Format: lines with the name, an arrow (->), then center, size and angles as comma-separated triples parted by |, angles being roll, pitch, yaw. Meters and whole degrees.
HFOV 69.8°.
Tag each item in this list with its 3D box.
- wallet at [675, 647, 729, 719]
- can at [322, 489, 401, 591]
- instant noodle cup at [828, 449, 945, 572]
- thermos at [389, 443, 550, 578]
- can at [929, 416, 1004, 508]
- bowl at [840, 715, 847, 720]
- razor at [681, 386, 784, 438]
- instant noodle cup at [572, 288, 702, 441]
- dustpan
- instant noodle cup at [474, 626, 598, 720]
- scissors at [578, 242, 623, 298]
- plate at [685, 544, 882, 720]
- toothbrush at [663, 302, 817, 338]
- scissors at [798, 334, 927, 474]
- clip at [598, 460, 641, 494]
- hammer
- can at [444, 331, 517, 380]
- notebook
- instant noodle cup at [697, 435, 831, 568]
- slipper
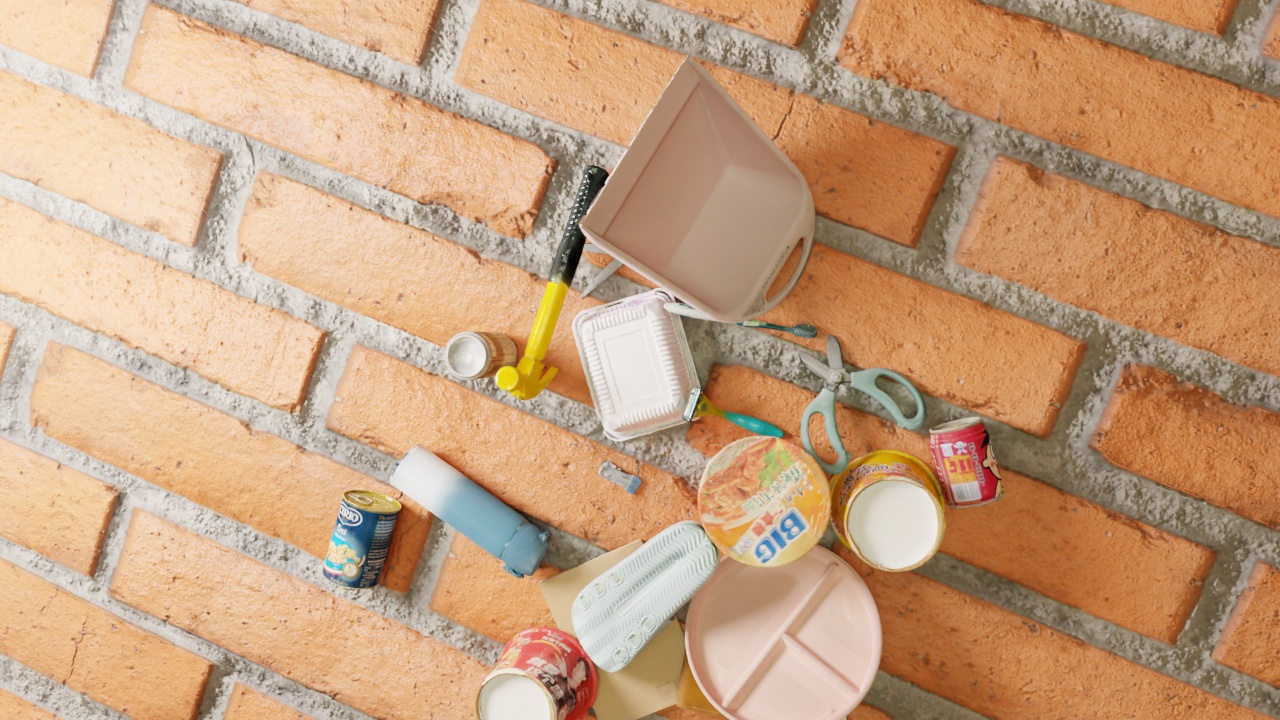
wallet -> 0.113, 0.378, 1.141 | 0.119, 0.035, 0.130 | 10, 91, 12
can -> -0.363, 0.234, 1.195 | 0.075, 0.075, 0.111 | 18, 96, 8
instant noodle cup -> 0.289, 0.180, 1.067 | 0.138, 0.109, 0.138 | 1, 93, 10
thermos -> -0.216, 0.194, 1.174 | 0.220, 0.070, 0.070 | 34, 97, 7
can -> 0.379, 0.118, 1.071 | 0.066, 0.066, 0.094 | -16, 89, 9
bowl -> 0.185, 0.445, 1.106 | 0.066, 0.116, 0.116 | 32, 99, 51
razor -> 0.116, 0.071, 1.121 | 0.132, 0.028, 0.043 | 19, 89, -15
instant noodle cup -> -0.007, 0.007, 1.135 | 0.138, 0.060, 0.173 | -16, 88, 10
dustpan -> 0.092, -0.168, 1.034 | 0.139, 0.273, 0.222 | 31, 90, 28
instant noodle cup -> -0.133, 0.414, 1.139 | 0.138, 0.108, 0.138 | 1, 95, 16
scissors -> -0.013, -0.141, 1.153 | 0.181, 0.014, 0.159 | 17, 95, 9
plate -> 0.168, 0.324, 1.085 | 0.230, 0.028, 0.229 | -6, 61, 11
toothbrush -> 0.123, -0.051, 1.115 | 0.191, 0.018, 0.016 | 10, 63, -2
scissors -> 0.267, 0.050, 1.103 | 0.181, 0.019, 0.170 | -2, 78, 3
clip -> -0.026, 0.148, 1.164 | 0.056, 0.027, 0.024 | 31, 98, -3
hammer -> -0.100, -0.095, 1.126 | 0.033, 0.128, 0.300 | 18, 86, 13
can -> -0.196, -0.007, 1.136 | 0.058, 0.116, 0.058 | 0, 92, 10
notebook -> -0.022, 0.354, 1.175 | 0.149, 0.012, 0.211 | -25, 88, 8
instant noodle cup -> 0.147, 0.158, 1.088 | 0.151, 0.111, 0.151 | 0, 91, 9
slipper -> 0.008, 0.281, 1.125 | 0.104, 0.074, 0.246 | 48, 113, 12
